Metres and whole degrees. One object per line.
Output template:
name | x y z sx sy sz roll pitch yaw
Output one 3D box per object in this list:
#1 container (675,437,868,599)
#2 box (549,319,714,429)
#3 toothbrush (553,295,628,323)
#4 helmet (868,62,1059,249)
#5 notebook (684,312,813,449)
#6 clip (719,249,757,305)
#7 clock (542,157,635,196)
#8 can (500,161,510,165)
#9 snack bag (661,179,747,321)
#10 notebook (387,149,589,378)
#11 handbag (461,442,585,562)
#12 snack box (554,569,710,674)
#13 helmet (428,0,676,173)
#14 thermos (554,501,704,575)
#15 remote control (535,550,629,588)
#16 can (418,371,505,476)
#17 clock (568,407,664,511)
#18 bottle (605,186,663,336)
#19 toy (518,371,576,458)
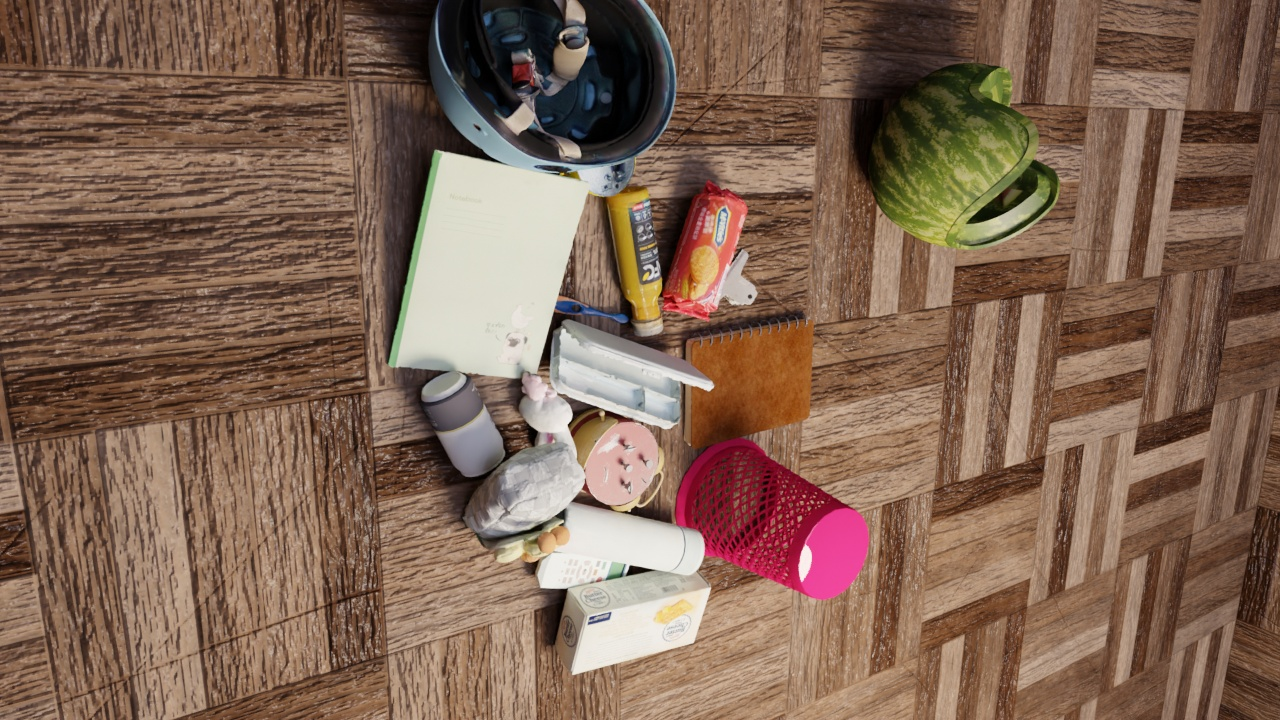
container | 0.189 0.227 1.274 0.182 0.226 0.183 -9 107 -32
box | -0.004 0.001 1.150 0.216 0.110 0.107 20 54 -37
toothbrush | -0.074 -0.064 1.153 0.135 0.017 0.021 11 92 -33
helmet | 0.447 -0.290 1.309 0.244 0.247 0.213 -34 150 24
notebook | 0.159 0.025 1.327 0.225 0.024 0.167 -11 110 -32
clip | 0.134 -0.100 1.275 0.054 0.038 0.101 40 80 -22
clock | -0.063 -0.233 1.089 0.118 0.057 0.083 -27 116 -26
can | -0.132 -0.183 1.057 0.054 0.054 0.097 -26 115 -27
snack bag | 0.085 -0.141 1.205 0.082 0.082 0.176 16 94 -36
notebook | -0.172 -0.098 1.034 0.181 0.010 0.253 6 114 -29
handbag | -0.129 0.173 1.078 0.112 0.172 0.123 -16 73 -30
snack box | -0.010 0.353 1.264 0.207 0.057 0.104 -3 119 -34
helmet | -0.098 -0.308 0.973 0.265 0.167 0.225 12 86 -25
thermos | -0.020 0.238 1.226 0.229 0.068 0.068 18 92 -31
remote control | -0.079 0.278 1.229 0.143 0.024 0.049 13 99 -40
can | -0.204 0.079 1.069 0.064 0.064 0.127 -34 119 -23
clock | -0.025 0.136 1.195 0.159 0.081 0.117 43 77 -34
bottle | -0.003 -0.123 1.160 0.053 0.053 0.186 -21 113 -29
toy | -0.115 0.066 1.123 0.037 0.076 0.125 -38 121 -42
